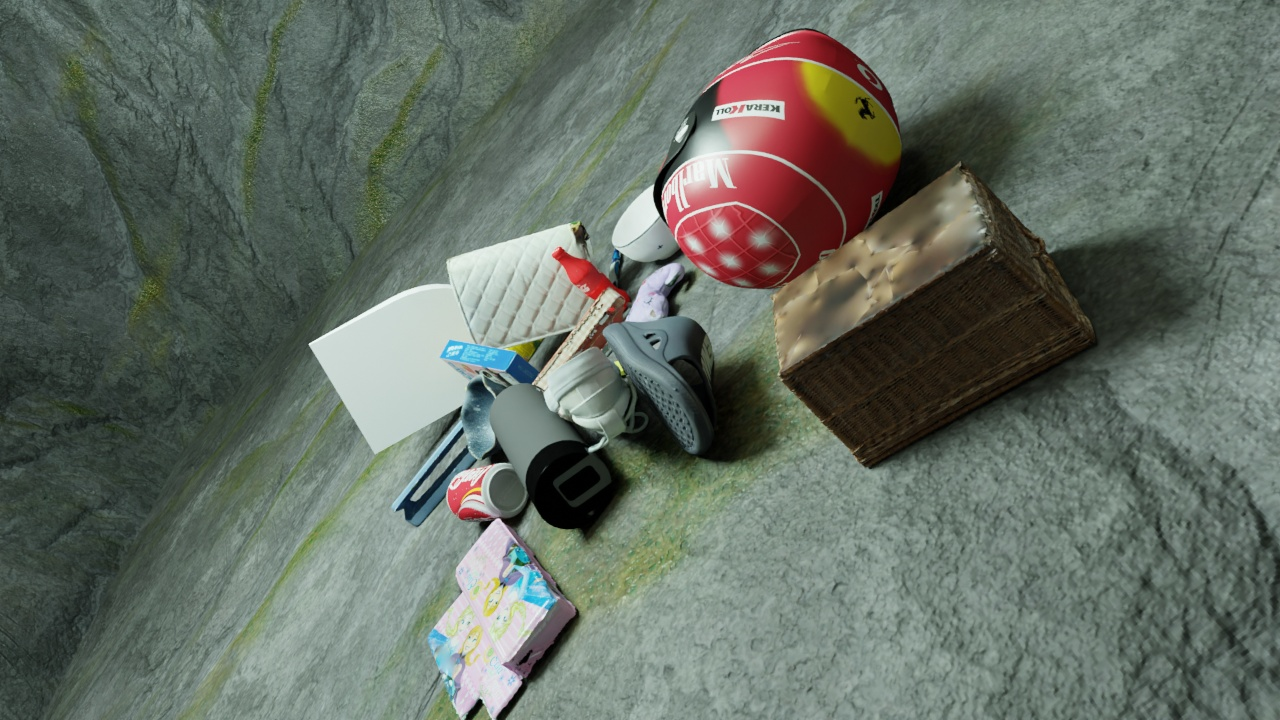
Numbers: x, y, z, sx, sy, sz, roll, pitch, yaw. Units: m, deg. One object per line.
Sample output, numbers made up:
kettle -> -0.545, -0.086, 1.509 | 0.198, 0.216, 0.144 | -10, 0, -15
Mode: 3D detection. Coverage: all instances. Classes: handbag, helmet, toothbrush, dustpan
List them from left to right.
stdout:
dustpan -> -0.338, -0.008, 1.397 | 0.257, 0.191, 0.053 | -30, 22, -14
handbag -> -0.151, -0.102, 1.241 | 0.195, 0.139, 0.072 | -15, 27, 1
toothbrush -> -0.032, -0.141, 1.301 | 0.017, 0.016, 0.188 | -26, 34, 24
helmet -> 0.122, -0.178, 0.892 | 0.272, 0.197, 0.224 | -21, 37, 60

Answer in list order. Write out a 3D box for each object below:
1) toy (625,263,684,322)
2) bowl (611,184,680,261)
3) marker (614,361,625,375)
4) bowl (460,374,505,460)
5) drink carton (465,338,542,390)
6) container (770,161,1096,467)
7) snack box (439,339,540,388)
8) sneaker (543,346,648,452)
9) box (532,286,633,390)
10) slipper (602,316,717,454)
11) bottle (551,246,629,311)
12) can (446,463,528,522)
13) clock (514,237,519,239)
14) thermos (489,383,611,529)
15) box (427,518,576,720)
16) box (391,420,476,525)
toy -> 0.019, -0.076, 1.106 | 0.080, 0.036, 0.099 | -30, 31, 39
bowl -> 0.023, -0.174, 1.200 | 0.114, 0.063, 0.113 | -38, 29, 25
marker -> -0.006, 0.006, 1.060 | 0.124, 0.017, 0.021 | -14, 44, 50
bowl -> -0.192, 0.075, 1.207 | 0.111, 0.055, 0.110 | -1, 89, 57
drink carton -> -0.200, 0.000, 1.355 | 0.134, 0.043, 0.059 | -58, 27, -13
container -> 0.199, -0.031, 0.665 | 0.199, 0.112, 0.113 | -37, 29, 30
snack box -> -0.193, 0.014, 1.231 | 0.154, 0.088, 0.033 | 9, 64, 45
sneaker -> -0.045, 0.049, 0.960 | 0.089, 0.090, 0.242 | -32, -4, -4
box -> -0.070, -0.001, 1.165 | 0.188, 0.064, 0.056 | -52, -11, 3
slipper -> 0.034, 0.010, 0.912 | 0.083, 0.111, 0.268 | -32, 20, -6
bottle -> -0.066, -0.105, 1.186 | 0.036, 0.119, 0.036 | -39, 27, 24
can -> -0.184, 0.159, 1.093 | 0.105, 0.064, 0.064 | -17, 41, 50
clock -> -0.159, -0.121, 1.367 | 0.158, 0.120, 0.072 | 11, 72, 53
thermos -> -0.106, 0.099, 1.022 | 0.082, 0.082, 0.240 | -51, 25, 0
box -> -0.159, 0.267, 0.942 | 0.159, 0.035, 0.230 | -53, 24, -6
box -> -0.273, 0.132, 1.284 | 0.210, 0.059, 0.068 | -48, 23, 4
